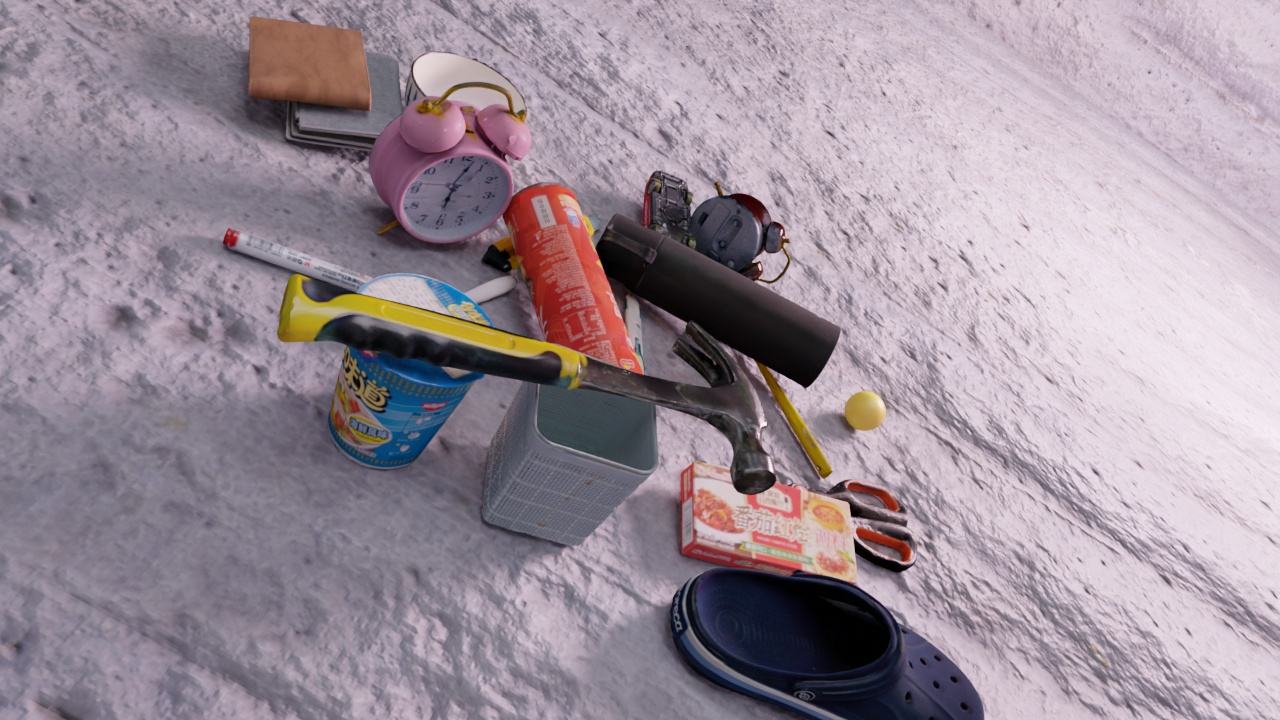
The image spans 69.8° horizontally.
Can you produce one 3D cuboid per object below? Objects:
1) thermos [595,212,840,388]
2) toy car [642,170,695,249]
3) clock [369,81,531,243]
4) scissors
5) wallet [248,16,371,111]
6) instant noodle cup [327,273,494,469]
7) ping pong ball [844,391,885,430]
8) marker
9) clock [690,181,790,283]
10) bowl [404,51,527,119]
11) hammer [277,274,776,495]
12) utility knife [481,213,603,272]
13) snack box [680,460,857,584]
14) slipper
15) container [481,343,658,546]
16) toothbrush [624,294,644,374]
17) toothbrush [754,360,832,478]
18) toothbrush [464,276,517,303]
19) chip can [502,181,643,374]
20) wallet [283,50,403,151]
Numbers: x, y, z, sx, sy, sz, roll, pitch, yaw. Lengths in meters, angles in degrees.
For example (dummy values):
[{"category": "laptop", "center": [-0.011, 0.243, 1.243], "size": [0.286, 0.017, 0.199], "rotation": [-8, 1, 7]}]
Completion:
[{"category": "thermos", "center": [0.069, -0.058, 0.872], "size": [0.242, 0.068, 0.090], "rotation": [27, 3, -2]}, {"category": "toy car", "center": [0.027, -0.148, 0.974], "size": [0.053, 0.045, 0.120], "rotation": [17, 48, -20]}, {"category": "clock", "center": [-0.155, -0.167, 0.764], "size": [0.117, 0.159, 0.059], "rotation": [-2, 50, -37]}, {"category": "scissors", "center": [0.153, 0.134, 0.801], "size": [0.234, 0.022, 0.139], "rotation": [3, 50, -36]}, {"category": "wallet", "center": [-0.296, -0.267, 0.820], "size": [0.101, 0.020, 0.115], "rotation": [2, 48, -23]}, {"category": "instant noodle cup", "center": [-0.161, 0.014, 0.615], "size": [0.099, 0.110, 0.099], "rotation": [21, 40, -19]}, {"category": "ping pong ball", "center": [0.227, 0.051, 0.926], "size": [0.040, 0.040, 0.040], "rotation": [21, 41, -19]}, {"category": "marker", "center": [-0.247, -0.070, 0.711], "size": [0.145, 0.017, 0.017], "rotation": [20, 41, -20]}, {"category": "clock", "center": [0.108, -0.131, 0.990], "size": [0.122, 0.082, 0.055], "rotation": [42, 32, 10]}, {"category": "bowl", "center": [-0.176, -0.239, 0.895], "size": [0.116, 0.066, 0.116], "rotation": [20, 42, -19]}, {"category": "hammer", "center": [-0.060, 0.002, 0.585], "size": [0.323, 0.032, 0.126], "rotation": [14, 43, -24]}, {"category": "utility knife", "center": [-0.087, -0.119, 0.881], "size": [0.033, 0.015, 0.176], "rotation": [47, 39, 8]}, {"category": "snack box", "center": [0.104, 0.136, 0.747], "size": [0.152, 0.026, 0.075], "rotation": [17, 51, -19]}, {"category": "slipper", "center": [0.145, 0.206, 0.667], "size": [0.252, 0.095, 0.104], "rotation": [23, 43, -12]}, {"category": "container", "center": [-0.054, 0.065, 0.642], "size": [0.090, 0.112, 0.090], "rotation": [20, 41, -21]}, {"category": "toothbrush", "center": [-0.005, 0.005, 0.821], "size": [0.016, 0.018, 0.191], "rotation": [18, 40, -21]}, {"category": "toothbrush", "center": [0.131, 0.033, 0.893], "size": [0.016, 0.016, 0.190], "rotation": [-6, 55, -35]}, {"category": "toothbrush", "center": [-0.160, -0.044, 0.749], "size": [0.016, 0.016, 0.179], "rotation": [48, 39, 10]}, {"category": "chip can", "center": [-0.058, -0.050, 0.775], "size": [0.073, 0.073, 0.216], "rotation": [1, 56, -37]}, {"category": "wallet", "center": [-0.274, -0.241, 0.847], "size": [0.106, 0.037, 0.129], "rotation": [2, 50, -22]}]
